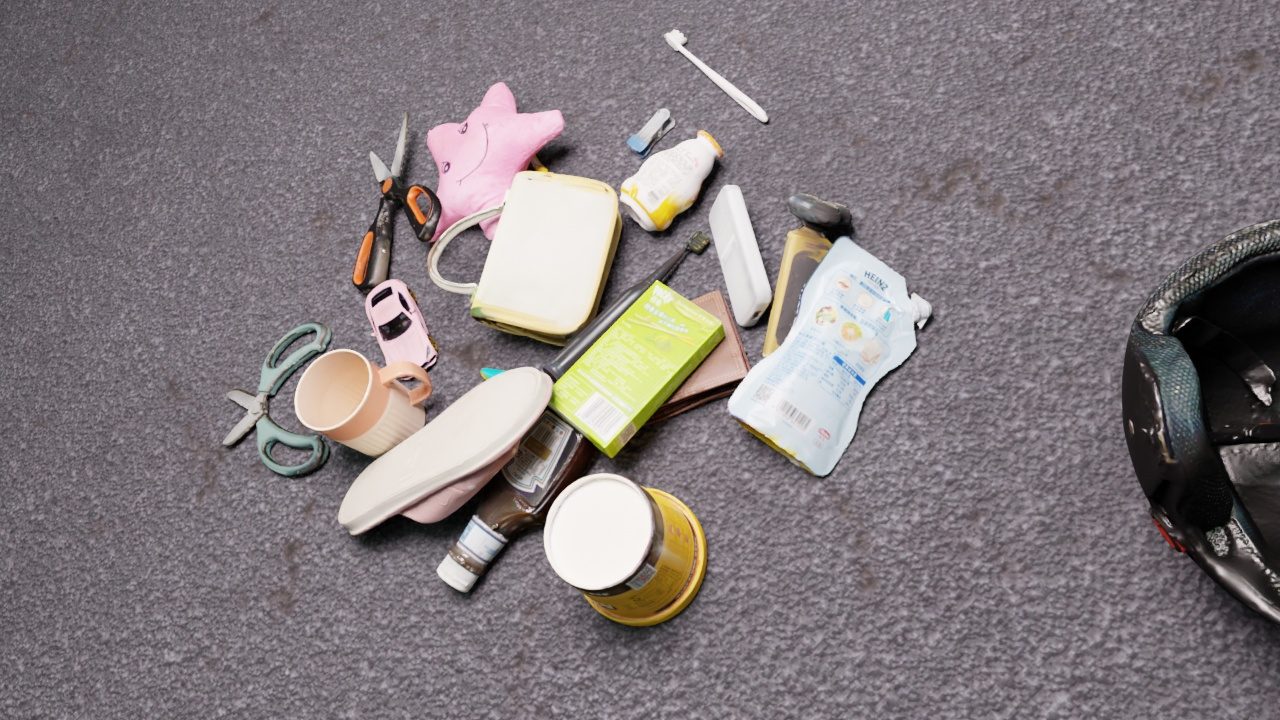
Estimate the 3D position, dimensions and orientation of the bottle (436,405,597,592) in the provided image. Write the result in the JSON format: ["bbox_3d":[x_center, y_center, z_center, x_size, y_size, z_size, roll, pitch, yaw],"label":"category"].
[{"bbox_3d":[-0.116,0.125,0.852,0.080,0.044,0.194,32,82,32],"label":"bottle"}]

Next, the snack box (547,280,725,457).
[{"bbox_3d":[-0.005,0.005,0.830,0.086,0.026,0.156,36,75,30],"label":"snack box"}]

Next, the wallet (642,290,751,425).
[{"bbox_3d":[0.035,-0.002,0.860,0.125,0.032,0.101,-22,59,10],"label":"wallet"}]

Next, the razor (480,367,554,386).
[{"bbox_3d":[-0.097,0.020,0.899,0.133,0.028,0.043,4,37,20],"label":"razor"}]

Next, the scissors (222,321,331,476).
[{"bbox_3d":[-0.377,0.046,0.998,0.170,0.019,0.171,36,82,28],"label":"scissors"}]

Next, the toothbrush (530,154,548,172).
[{"bbox_3d":[-0.107,-0.213,1.013,0.018,0.016,0.191,-28,60,-6],"label":"toothbrush"}]

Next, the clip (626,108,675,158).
[{"bbox_3d":[0.013,-0.244,0.981,0.058,0.036,0.026,-48,58,-1],"label":"clip"}]

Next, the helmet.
[{"bbox_3d":[0.437,0.045,0.577,0.234,0.230,0.274,-18,72,22],"label":"helmet"}]

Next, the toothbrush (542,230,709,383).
[{"bbox_3d":[-0.010,-0.055,0.885,0.212,0.026,0.027,-44,57,-16],"label":"toothbrush"}]

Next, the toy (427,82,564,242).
[{"bbox_3d":[-0.181,-0.212,1.005,0.179,0.074,0.194,31,92,34],"label":"toy"}]

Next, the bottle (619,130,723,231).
[{"bbox_3d":[0.033,-0.182,0.919,0.108,0.063,0.063,-44,60,-1],"label":"bottle"}]

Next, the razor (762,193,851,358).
[{"bbox_3d":[0.146,-0.073,0.833,0.062,0.068,0.167,17,80,-2],"label":"razor"}]

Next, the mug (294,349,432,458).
[{"bbox_3d":[-0.260,0.040,0.906,0.114,0.106,0.081,-27,61,7],"label":"mug"}]

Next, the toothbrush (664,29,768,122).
[{"bbox_3d":[0.082,-0.307,0.984,0.016,0.016,0.180,-37,59,-5],"label":"toothbrush"}]

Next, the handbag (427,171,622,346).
[{"bbox_3d":[-0.118,-0.107,0.922,0.179,0.063,0.163,13,75,7],"label":"handbag"}]

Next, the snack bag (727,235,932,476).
[{"bbox_3d":[0.167,-0.004,0.795,0.110,0.039,0.191,34,83,9],"label":"snack bag"}]

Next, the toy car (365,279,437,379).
[{"bbox_3d":[-0.258,-0.036,0.980,0.056,0.037,0.122,-33,61,6],"label":"toy car"}]

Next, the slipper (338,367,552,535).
[{"bbox_3d":[-0.179,0.095,0.856,0.275,0.054,0.114,-31,32,25],"label":"slipper"}]

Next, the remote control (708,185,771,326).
[{"bbox_3d":[0.094,-0.100,0.868,0.020,0.056,0.135,-3,61,-17],"label":"remote control"}]

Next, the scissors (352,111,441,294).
[{"bbox_3d":[-0.275,-0.179,1.036,0.228,0.021,0.220,14,83,47],"label":"scissors"}]

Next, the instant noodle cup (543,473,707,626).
[{"bbox_3d":[-0.015,0.153,0.761,0.119,0.114,0.118,-7,66,17],"label":"instant noodle cup"}]
